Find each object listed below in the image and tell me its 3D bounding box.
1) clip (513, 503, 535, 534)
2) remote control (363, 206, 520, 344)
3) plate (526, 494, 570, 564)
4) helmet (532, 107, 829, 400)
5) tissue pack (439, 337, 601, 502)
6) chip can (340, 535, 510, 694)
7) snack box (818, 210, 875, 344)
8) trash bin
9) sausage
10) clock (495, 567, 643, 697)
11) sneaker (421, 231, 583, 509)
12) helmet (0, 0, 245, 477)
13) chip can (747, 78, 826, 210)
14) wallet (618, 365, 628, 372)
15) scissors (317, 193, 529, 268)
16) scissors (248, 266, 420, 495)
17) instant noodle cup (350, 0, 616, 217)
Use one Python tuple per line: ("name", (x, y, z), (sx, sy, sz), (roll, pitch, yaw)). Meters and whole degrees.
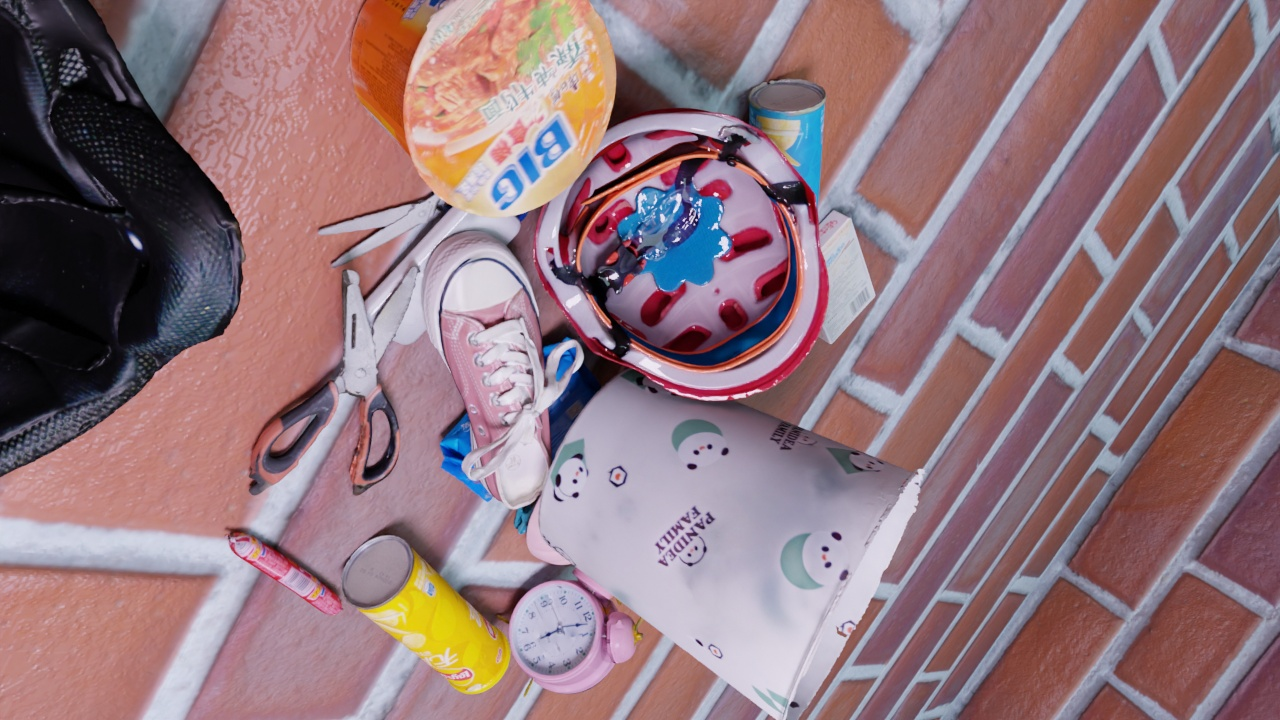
("clip", (-0.113, 0.151, 0.915), (0.013, 0.037, 0.055), (-8, 135, -41))
("remote control", (-0.151, -0.070, 0.693), (0.136, 0.020, 0.056), (-45, 145, 7))
("plate", (-0.032, 0.141, 0.946), (0.192, 0.039, 0.193), (-36, 149, -26))
("helmet", (0.033, -0.093, 0.744), (0.207, 0.143, 0.240), (-37, 113, 8))
("tissue pack", (-0.104, 0.054, 0.824), (0.157, 0.052, 0.095), (-46, 143, -8))
("chip can", (-0.196, 0.243, 0.864), (0.072, 0.072, 0.213), (-41, 139, -14))
("snack box", (0.220, -0.092, 1.054), (0.084, 0.027, 0.157), (-46, 141, -7))
("trash bin", (0.069, 0.137, 0.769), (0.228, 0.252, 0.230), (-45, 150, -35))
("sausage", (-0.291, 0.177, 0.759), (0.020, 0.020, 0.156), (-42, 141, -12))
("clock", (-0.065, 0.278, 0.965), (0.158, 0.117, 0.060), (-28, 151, 1))
("sneaker", (-0.101, 0.020, 0.707), (0.118, 0.088, 0.241), (-22, 123, -26))
("helmet", (-0.324, -0.064, 0.373), (0.232, 0.230, 0.275), (-32, 140, -46))
("chip can", (0.138, -0.158, 0.886), (0.071, 0.071, 0.211), (-29, 136, -26))
("wallet", (-0.005, 0.005, 0.859), (0.115, 0.020, 0.101), (-62, 177, 0))
("scissors", (-0.151, -0.108, 0.685), (0.170, 0.012, 0.144), (-49, 142, 0))
("scissors", (-0.222, 0.028, 0.699), (0.224, 0.015, 0.189), (-40, 144, -4))
("instant noodle cup", (-0.108, -0.182, 0.590), (0.151, 0.111, 0.152), (-25, 134, -30))
